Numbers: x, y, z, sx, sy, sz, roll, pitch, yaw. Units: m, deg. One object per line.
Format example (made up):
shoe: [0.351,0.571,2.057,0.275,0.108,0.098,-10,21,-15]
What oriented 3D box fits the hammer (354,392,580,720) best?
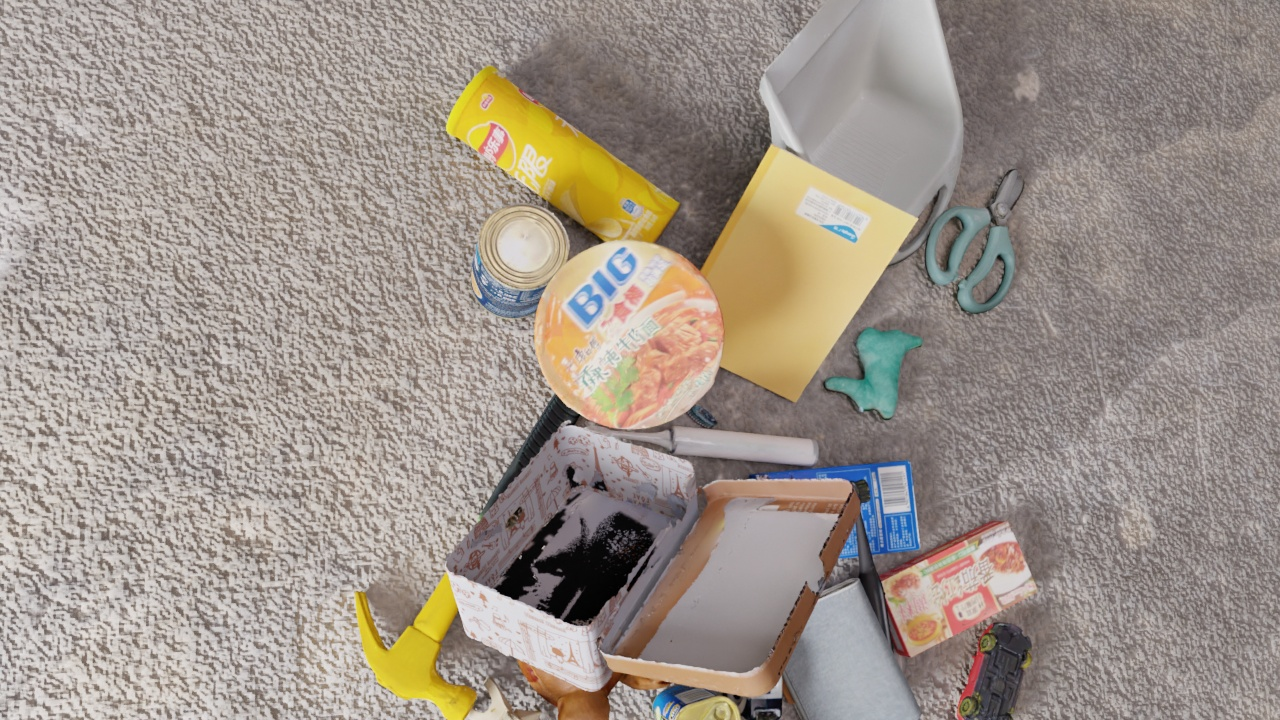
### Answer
hammer: [-0.127,0.141,0.776,0.129,0.033,0.300,30,73,4]

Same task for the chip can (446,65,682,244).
chip can: [-0.068,-0.174,0.830,0.213,0.072,0.072,35,75,-6]

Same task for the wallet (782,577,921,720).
wallet: [0.174,0.274,0.820,0.107,0.037,0.129,-25,87,9]

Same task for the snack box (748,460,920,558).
snack box: [0.181,0.142,0.857,0.157,0.026,0.084,-3,83,-14]

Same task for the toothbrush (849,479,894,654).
toothbrush: [0.211,0.213,0.835,0.027,0.026,0.212,-9,93,-14]

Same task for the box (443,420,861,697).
box: [0.010,0.146,0.662,0.261,0.103,0.178,13,41,26]

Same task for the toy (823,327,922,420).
toy: [0.226,0.011,0.889,0.096,0.030,0.091,8,77,-6]

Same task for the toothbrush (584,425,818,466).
toothbrush: [0.056,0.075,0.839,0.221,0.026,0.026,6,124,-12]

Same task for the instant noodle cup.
instant noodle cup: [-0.006,-0.027,0.772,0.151,0.111,0.151,1,99,3]

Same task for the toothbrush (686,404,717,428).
toothbrush: [-0.005,0.005,0.842,0.187,0.017,0.016,37,74,-6]

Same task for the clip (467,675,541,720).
clip: [-0.099,0.293,0.740,0.096,0.101,0.035,44,70,-31]

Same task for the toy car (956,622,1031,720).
toy car: [0.333,0.299,0.864,0.049,0.031,0.106,25,77,-9]

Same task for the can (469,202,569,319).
can: [-0.105,-0.083,0.784,0.075,0.111,0.075,2,80,-13]

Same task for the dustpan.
dustpan: [0.228,-0.215,0.845,0.143,0.258,0.222,34,73,19]

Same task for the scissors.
scissors: [0.339,-0.142,0.940,0.129,0.019,0.185,20,77,-19]

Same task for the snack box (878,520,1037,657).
snack box: [0.298,0.215,0.873,0.152,0.025,0.075,-20,85,-16]

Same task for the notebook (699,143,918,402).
notebook: [0.129,-0.071,0.822,0.146,0.010,0.207,25,117,-8]

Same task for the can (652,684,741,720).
can: [0.051,0.328,0.767,0.057,0.083,0.102,-12,83,-15]

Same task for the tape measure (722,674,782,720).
tape measure: [0.097,0.275,0.795,0.033,0.066,0.066,5,82,-17]

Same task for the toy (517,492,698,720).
toy: [-0.010,0.203,0.760,0.199,0.131,0.140,-31,92,-26]
